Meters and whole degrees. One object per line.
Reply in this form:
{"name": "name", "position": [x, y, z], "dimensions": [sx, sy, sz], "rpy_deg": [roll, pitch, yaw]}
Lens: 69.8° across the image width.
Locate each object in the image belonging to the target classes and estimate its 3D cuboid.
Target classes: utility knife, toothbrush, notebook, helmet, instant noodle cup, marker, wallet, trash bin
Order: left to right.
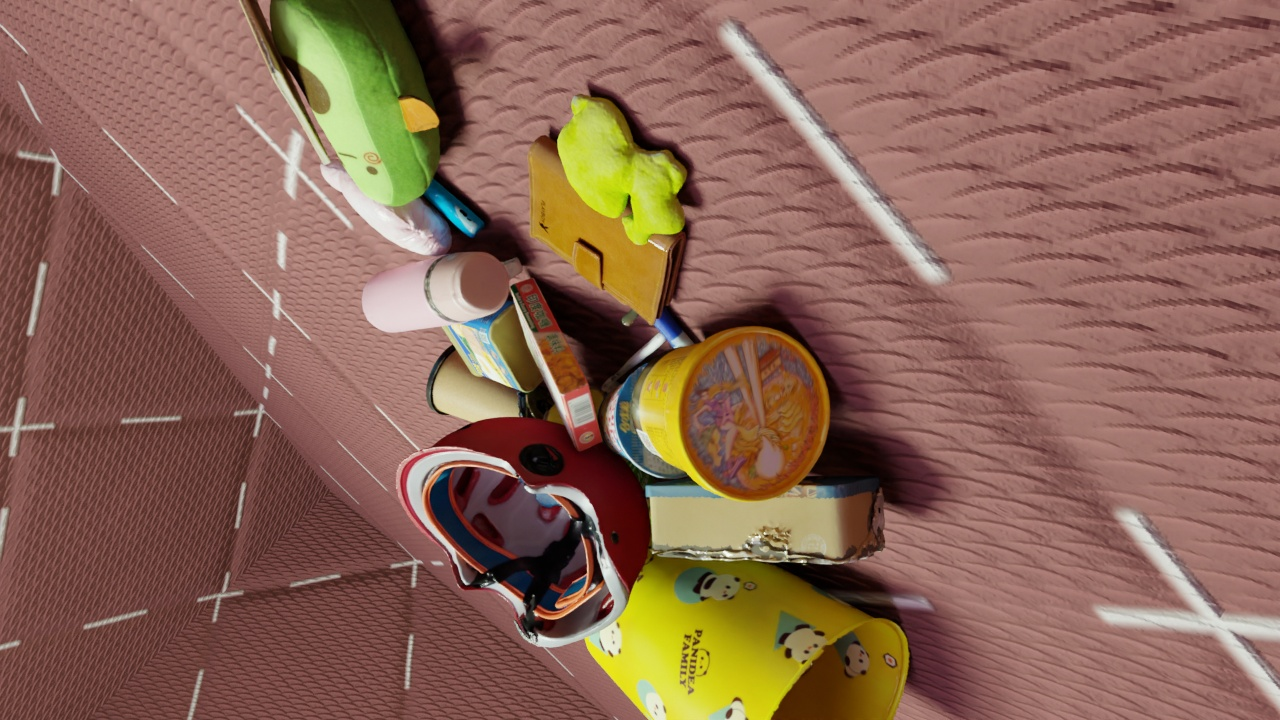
{"name": "notebook", "position": [-0.300, -0.271, 0.715], "dimensions": [0.207, 0.008, 0.148], "rpy_deg": [64, 170, 10]}
{"name": "utility knife", "position": [-0.226, -0.188, 0.844], "dimensions": [0.218, 0.018, 0.034], "rpy_deg": [42, 169, 4]}
{"name": "helmet", "position": [-0.095, 0.137, 0.866], "dimensions": [0.240, 0.143, 0.208], "rpy_deg": [37, 133, 5]}
{"name": "wallet", "position": [-0.029, -0.092, 0.686], "dimensions": [0.131, 0.035, 0.119], "rpy_deg": [36, 149, 15]}
{"name": "toothbrush", "position": [-0.005, 0.005, 0.821], "dimensions": [0.016, 0.016, 0.180], "rpy_deg": [37, 157, -4]}
{"name": "instant noodle cup", "position": [0.010, 0.052, 0.789], "dimensions": [0.099, 0.099, 0.110], "rpy_deg": [47, 163, -8]}
{"name": "marker", "position": [0.056, 0.013, 0.738], "dimensions": [0.146, 0.016, 0.017], "rpy_deg": [49, 156, -13]}
{"name": "instant noodle cup", "position": [0.056, 0.036, 0.665], "dimensions": [0.118, 0.118, 0.115], "rpy_deg": [51, 162, -15]}
{"name": "trash bin", "position": [0.091, 0.293, 0.909], "dimensions": [0.255, 0.229, 0.230], "rpy_deg": [28, 152, 44]}

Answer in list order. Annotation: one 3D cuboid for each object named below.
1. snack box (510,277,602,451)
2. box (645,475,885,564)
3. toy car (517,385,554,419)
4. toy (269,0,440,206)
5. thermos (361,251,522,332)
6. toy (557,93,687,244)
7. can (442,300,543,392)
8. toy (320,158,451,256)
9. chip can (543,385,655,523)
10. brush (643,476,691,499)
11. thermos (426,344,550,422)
{"name": "snack box", "position": [-0.077, 0.001, 0.825], "dimensions": [0.077, 0.027, 0.155], "rpy_deg": [79, 166, -46]}
{"name": "box", "position": [0.088, 0.119, 0.702], "dimensions": [0.185, 0.061, 0.089], "rpy_deg": [-3, 176, 31]}
{"name": "toy car", "position": [-0.089, 0.083, 1.004], "dimensions": [0.158, 0.042, 0.070], "rpy_deg": [50, -157, -49]}
{"name": "toy", "position": [-0.216, -0.219, 0.695], "dimensions": [0.227, 0.089, 0.247], "rpy_deg": [35, 152, 41]}
{"name": "thermos", "position": [-0.191, -0.069, 0.883], "dimensions": [0.199, 0.087, 0.067], "rpy_deg": [-5, 112, 51]}
{"name": "toy", "position": [-0.015, -0.123, 0.602], "dimensions": [0.100, 0.031, 0.097], "rpy_deg": [19, 129, 27]}
{"name": "can", "position": [-0.147, -0.021, 0.951], "dimensions": [0.083, 0.057, 0.102], "rpy_deg": [18, 145, 41]}
{"name": "toy", "position": [-0.245, -0.151, 0.876], "dimensions": [0.159, 0.054, 0.121], "rpy_deg": [32, 176, 39]}
{"name": "chip can", "position": [-0.023, 0.129, 0.981], "dimensions": [0.073, 0.072, 0.221], "rpy_deg": [16, 143, 47]}
{"name": "brush", "position": [0.058, 0.103, 0.828], "dimensions": [0.069, 0.063, 0.146], "rpy_deg": [60, 152, -10]}
{"name": "thermos", "position": [-0.177, 0.038, 1.064], "dimensions": [0.143, 0.092, 0.093], "rpy_deg": [23, 150, 22]}
